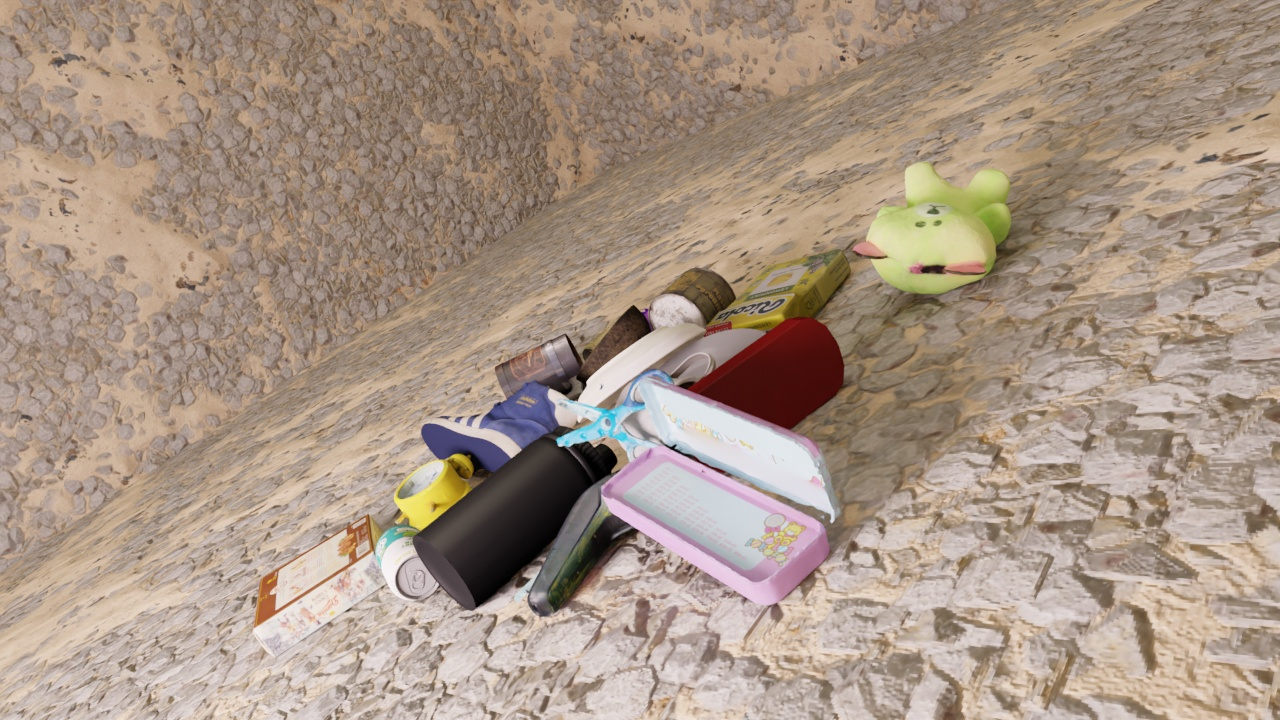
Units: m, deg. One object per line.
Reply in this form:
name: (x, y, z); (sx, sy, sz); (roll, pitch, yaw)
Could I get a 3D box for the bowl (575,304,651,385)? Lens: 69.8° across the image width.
bowl: (-0.024, -0.007, 1.181); (0.121, 0.056, 0.121); (-52, -3, -4)

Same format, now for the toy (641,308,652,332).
toy: (0.022, -0.051, 1.258); (0.106, 0.056, 0.087); (-15, 18, 41)

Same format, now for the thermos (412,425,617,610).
thermos: (-0.110, 0.138, 0.873); (0.198, 0.086, 0.086); (-39, 20, -30)

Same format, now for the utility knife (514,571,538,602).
utility knife: (-0.056, 0.164, 0.837); (0.022, 0.015, 0.166); (21, 47, 29)

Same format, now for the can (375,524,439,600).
can: (-0.235, 0.205, 0.931); (0.054, 0.055, 0.102); (-34, 18, -17)

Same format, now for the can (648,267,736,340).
can: (0.067, -0.063, 1.164); (0.090, 0.090, 0.074); (-11, 24, 45)

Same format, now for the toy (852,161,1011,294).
toy: (0.313, -0.131, 0.971); (0.150, 0.107, 0.196); (13, 49, 32)

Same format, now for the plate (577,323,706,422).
plate: (-0.006, 0.006, 1.067); (0.182, 0.034, 0.182); (-35, -4, -3)

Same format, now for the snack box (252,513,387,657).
snack box: (-0.354, 0.245, 1.027); (0.147, 0.041, 0.143); (-32, 17, -12)

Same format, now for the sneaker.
sneaker: (-0.173, 0.076, 1.141); (0.118, 0.091, 0.234); (-44, 23, -28)

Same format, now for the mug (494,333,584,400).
mug: (-0.130, 0.031, 1.257); (0.107, 0.080, 0.115); (-27, 45, 2)

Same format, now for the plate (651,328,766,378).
plate: (0.071, 0.035, 0.953); (0.179, 0.012, 0.178); (-24, 35, 18)

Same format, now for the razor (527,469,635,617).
razor: (-0.041, 0.156, 0.784); (0.067, 0.054, 0.151); (2, 38, 37)

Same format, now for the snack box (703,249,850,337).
snack box: (0.169, -0.077, 1.118); (0.121, 0.045, 0.180); (-11, 25, 44)

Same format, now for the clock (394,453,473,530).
clock: (-0.239, 0.153, 1.081); (0.083, 0.057, 0.118); (-22, 25, 24)

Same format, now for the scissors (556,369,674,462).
scissors: (-0.021, 0.047, 0.838); (0.140, 0.118, 0.013); (21, 10, 28)

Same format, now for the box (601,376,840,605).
box: (0.045, 0.088, 0.695); (0.090, 0.091, 0.214); (-36, 30, -22)

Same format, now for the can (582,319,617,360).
can: (-0.046, -0.024, 1.321); (0.038, 0.038, 0.079); (-11, 25, 46)

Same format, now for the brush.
brush: (0.107, 0.029, 0.847); (0.173, 0.082, 0.042); (-34, 18, -17)

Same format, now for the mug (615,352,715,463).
mug: (0.031, 0.044, 0.881); (0.071, 0.084, 0.113); (2, 65, 47)
